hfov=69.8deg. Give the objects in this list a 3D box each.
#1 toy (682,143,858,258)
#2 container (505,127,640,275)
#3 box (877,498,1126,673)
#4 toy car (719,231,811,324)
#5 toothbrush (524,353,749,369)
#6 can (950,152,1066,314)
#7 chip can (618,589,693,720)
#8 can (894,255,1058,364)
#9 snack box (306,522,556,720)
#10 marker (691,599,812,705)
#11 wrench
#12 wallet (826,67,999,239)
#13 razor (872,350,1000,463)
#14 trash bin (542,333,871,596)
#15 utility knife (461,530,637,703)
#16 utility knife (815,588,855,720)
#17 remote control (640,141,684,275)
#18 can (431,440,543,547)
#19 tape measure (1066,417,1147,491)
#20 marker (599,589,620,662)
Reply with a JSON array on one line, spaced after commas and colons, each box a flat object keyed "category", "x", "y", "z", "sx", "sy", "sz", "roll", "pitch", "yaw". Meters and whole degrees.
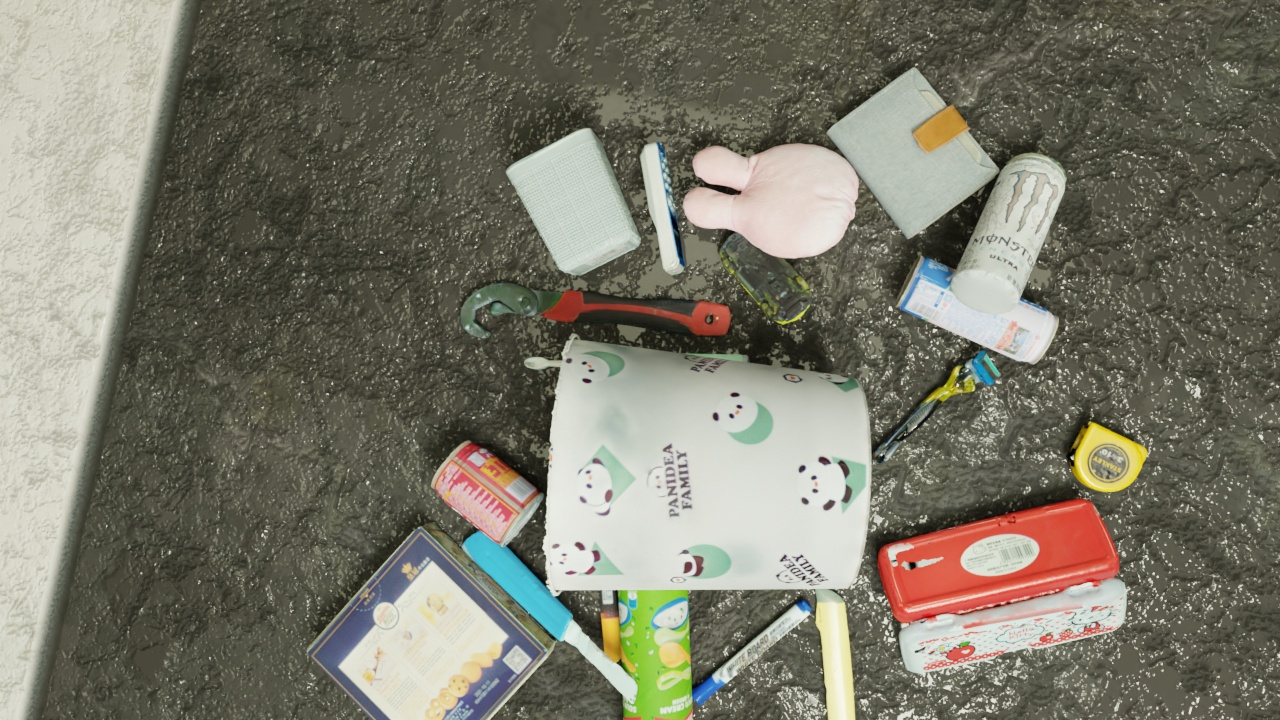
[{"category": "toy", "x": 0.123, "y": -0.157, "z": 0.865, "sx": 0.159, "sy": 0.054, "sz": 0.121, "roll": 12, "pitch": 69, "yaw": 8}, {"category": "container", "x": -0.059, "y": -0.147, "z": 0.884, "sx": 0.090, "sy": 0.090, "sz": 0.111, "roll": -26, "pitch": 89, "yaw": 7}, {"category": "box", "x": 0.330, "y": 0.212, "z": 0.845, "sx": 0.201, "sy": 0.100, "sz": 0.110, "roll": -16, "pitch": 52, "yaw": 9}, {"category": "toy car", "x": 0.120, "y": -0.081, "z": 0.883, "sx": 0.048, "sy": 0.032, "sz": 0.105, "roll": -39, "pitch": 72, "yaw": 1}, {"category": "toothbrush", "x": -0.005, "y": 0.005, "z": 0.903, "sx": 0.224, "sy": 0.027, "sz": 0.026, "roll": 1, "pitch": 76, "yaw": 8}, {"category": "can", "x": 0.326, "y": -0.113, "z": 0.810, "sx": 0.058, "sy": 0.058, "sz": 0.146, "roll": 28, "pitch": 67, "yaw": 8}, {"category": "chip can", "x": 0.015, "y": 0.316, "z": 0.875, "sx": 0.072, "sy": 0.072, "sz": 0.236, "roll": -2, "pitch": 88, "yaw": 9}, {"category": "can", "x": 0.307, "y": -0.046, "z": 0.842, "sx": 0.134, "sy": 0.053, "sz": 0.053, "roll": 25, "pitch": 93, "yaw": 8}, {"category": "snack box", "x": -0.210, "y": 0.288, "z": 0.922, "sx": 0.182, "sy": 0.045, "sz": 0.178, "roll": 43, "pitch": 95, "yaw": 7}, {"category": "marker", "x": 0.107, "y": 0.282, "z": 0.888, "sx": 0.146, "sy": 0.017, "sz": 0.017, "roll": -42, "pitch": 84, "yaw": 6}, {"category": "wrench", "x": -0.047, "y": -0.048, "z": 0.915, "sx": 0.273, "sy": 0.016, "sz": 0.056, "roll": 2, "pitch": 89, "yaw": 9}, {"category": "wallet", "x": 0.257, "y": -0.197, "z": 0.861, "sx": 0.106, "sy": 0.037, "sz": 0.129, "roll": -36, "pitch": 85, "yaw": 7}, {"category": "razor", "x": 0.272, "y": 0.046, "z": 0.864, "sx": 0.143, "sy": 0.022, "sz": 0.042, "roll": -44, "pitch": 127, "yaw": 9}, {"category": "trash bin", "x": 0.057, "y": 0.099, "z": 0.803, "sx": 0.252, "sy": 0.229, "sz": 0.229, "roll": 4, "pitch": 90, "yaw": 3}, {"category": "utility knife", "x": -0.088, "y": 0.244, "z": 0.886, "sx": 0.234, "sy": 0.018, "sz": 0.034, "roll": 38, "pitch": 91, "yaw": 24}, {"category": "utility knife", "x": 0.187, "y": 0.317, "z": 0.874, "sx": 0.031, "sy": 0.021, "sz": 0.201, "roll": -5, "pitch": 82, "yaw": 14}, {"category": "remote control", "x": 0.022, "y": -0.146, "z": 0.890, "sx": 0.024, "sy": 0.049, "sz": 0.125, "roll": -11, "pitch": 87, "yaw": 11}, {"category": "can", "x": -0.151, "y": 0.129, "z": 0.904, "sx": 0.094, "sy": 0.066, "sz": 0.066, "roll": 37, "pitch": 94, "yaw": 7}, {"category": "tape measure", "x": 0.422, "y": 0.090, "z": 0.836, "sx": 0.060, "sy": 0.029, "sz": 0.057, "roll": 27, "pitch": 92, "yaw": 8}, {"category": "marker", "x": -0.032, "y": 0.237, "z": 0.912, "sx": 0.018, "sy": 0.015, "sz": 0.124, "roll": -6, "pitch": 86, "yaw": 7}]
